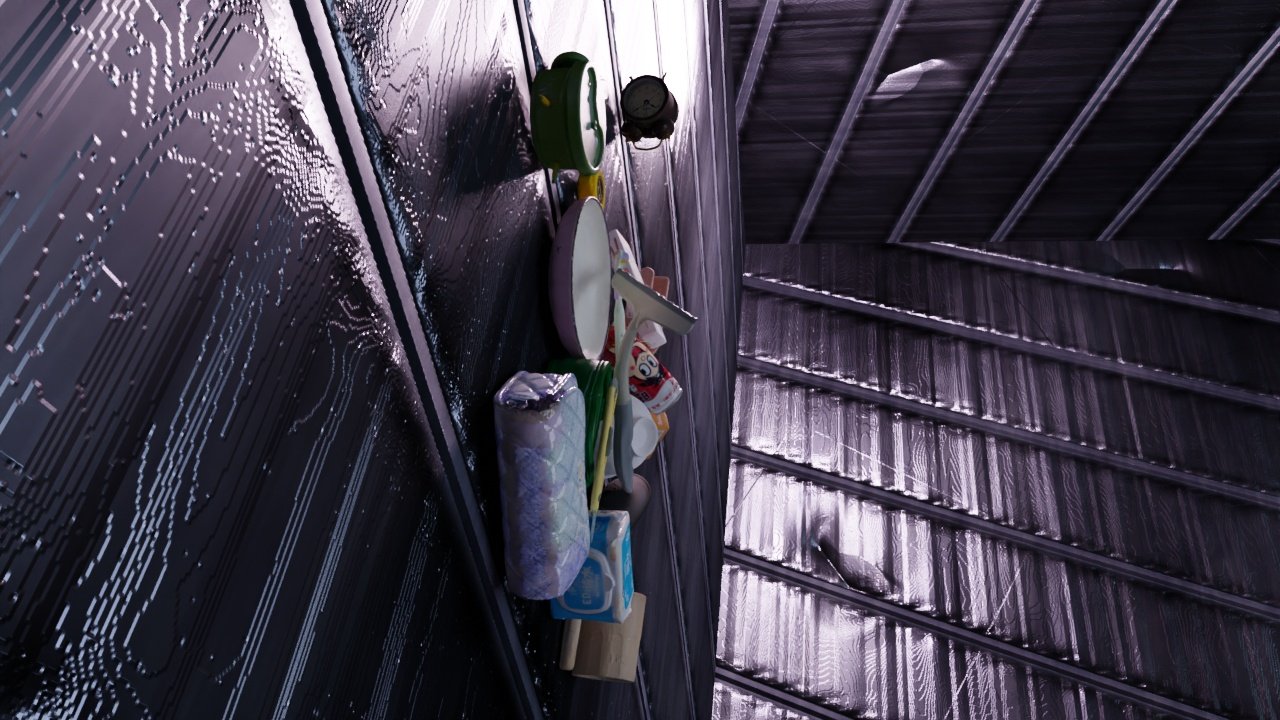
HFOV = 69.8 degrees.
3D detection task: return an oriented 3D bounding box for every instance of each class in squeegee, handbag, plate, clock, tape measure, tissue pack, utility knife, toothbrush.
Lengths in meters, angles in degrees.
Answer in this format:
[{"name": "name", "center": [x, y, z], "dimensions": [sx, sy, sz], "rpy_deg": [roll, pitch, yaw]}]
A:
[{"name": "squeegee", "center": [-0.015, 0.038, 1.046], "dimensions": [0.246, 0.039, 0.247], "rpy_deg": [-138, -129, -63]}, {"name": "handbag", "center": [-0.068, 0.068, 0.999], "dimensions": [0.120, 0.068, 0.131], "rpy_deg": [78, 17, -53]}, {"name": "plate", "center": [-0.071, -0.091, 1.051], "dimensions": [0.192, 0.039, 0.192], "rpy_deg": [2, 89, -79]}, {"name": "clock", "center": [0.012, -0.365, 1.357], "dimensions": [0.055, 0.082, 0.121], "rpy_deg": [41, 50, -70]}, {"name": "clock", "center": [-0.073, -0.263, 0.979], "dimensions": [0.160, 0.056, 0.116], "rpy_deg": [-74, 162, -55]}, {"name": "tape measure", "center": [-0.062, -0.204, 1.113], "dimensions": [0.057, 0.029, 0.060], "rpy_deg": [-74, 161, -52]}, {"name": "tissue pack", "center": [-0.058, 0.224, 1.008], "dimensions": [0.063, 0.090, 0.140], "rpy_deg": [-66, 155, -65]}, {"name": "handbag", "center": [-0.090, 0.110, 0.868], "dimensions": [0.134, 0.076, 0.194], "rpy_deg": [-58, 146, -70]}, {"name": "utility knife", "center": [-0.041, 0.101, 0.961], "dimensions": [0.031, 0.019, 0.177], "rpy_deg": [62, 39, -72]}, {"name": "toothbrush", "center": [-0.023, -0.043, 1.131], "dimensions": [0.029, 0.020, 0.189], "rpy_deg": [43, 45, -75]}]

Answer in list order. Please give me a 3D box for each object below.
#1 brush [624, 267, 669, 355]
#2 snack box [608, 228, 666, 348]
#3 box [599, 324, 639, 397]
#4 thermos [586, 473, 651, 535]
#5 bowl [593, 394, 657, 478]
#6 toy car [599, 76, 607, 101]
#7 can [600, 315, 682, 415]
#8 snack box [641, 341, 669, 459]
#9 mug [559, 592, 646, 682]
[{"name": "brush", "center": [0.005, -0.066, 1.397], "dimensions": [0.073, 0.063, 0.145], "rpy_deg": [79, 17, -62]}, {"name": "snack box", "center": [-0.008, -0.097, 1.260], "dimensions": [0.084, 0.027, 0.156], "rpy_deg": [38, 30, -77]}, {"name": "box", "center": [-0.020, 0.032, 1.234], "dimensions": [0.075, 0.077, 0.163], "rpy_deg": [76, 14, -84]}, {"name": "thermos", "center": [-0.032, 0.209, 1.196], "dimensions": [0.242, 0.068, 0.090], "rpy_deg": [-13, 99, -79]}, {"name": "bowl", "center": [-0.018, 0.091, 1.140], "dimensions": [0.118, 0.065, 0.118], "rpy_deg": [-4, 95, -48]}, {"name": "toy car", "center": [-0.063, -0.321, 1.087], "dimensions": [0.091, 0.036, 0.043], "rpy_deg": [-49, 141, -68]}, {"name": "can", "center": [-0.007, 0.007, 1.174], "dimensions": [0.133, 0.053, 0.053], "rpy_deg": [48, 26, -14]}, {"name": "snack box", "center": [-0.001, 0.053, 1.261], "dimensions": [0.075, 0.026, 0.153], "rpy_deg": [121, -35, -43]}, {"name": "mug", "center": [-0.051, 0.332, 1.119], "dimensions": [0.124, 0.084, 0.103], "rpy_deg": [34, 55, -48]}]
